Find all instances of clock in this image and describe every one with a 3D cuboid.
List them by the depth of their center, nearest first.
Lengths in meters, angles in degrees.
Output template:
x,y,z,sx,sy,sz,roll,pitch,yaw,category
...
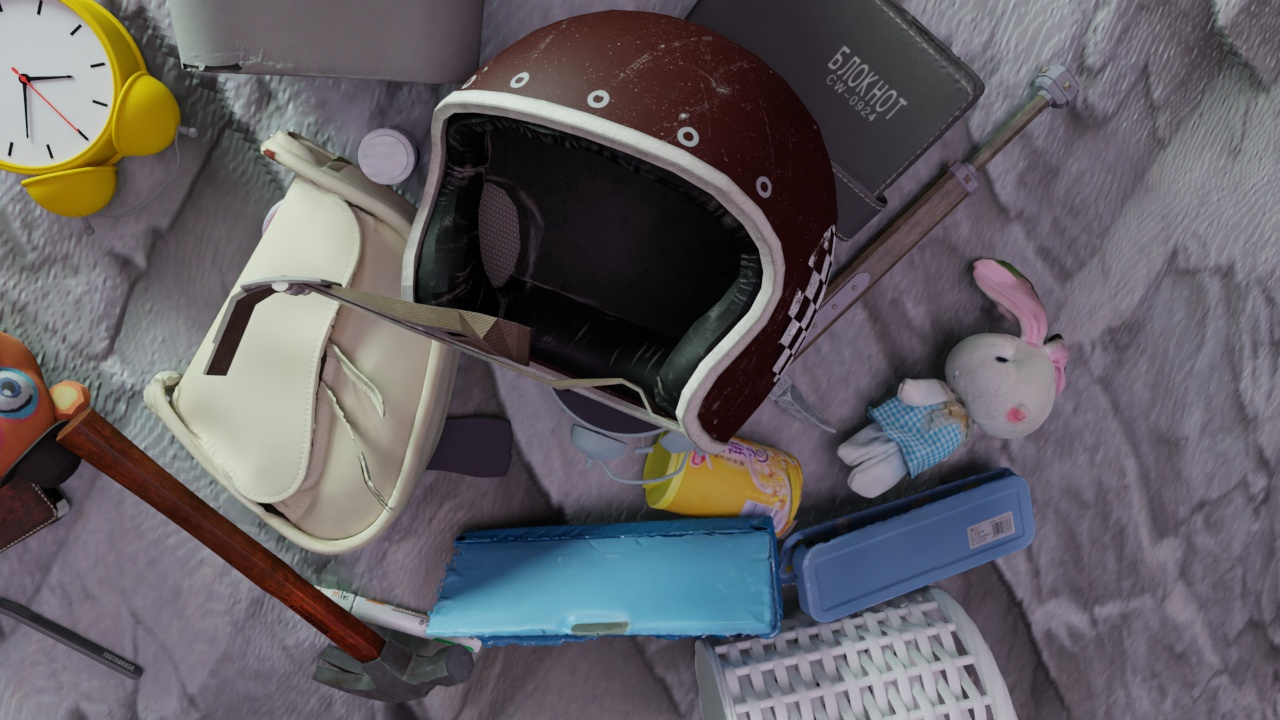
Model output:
x,y,z,sx,sy,sz,roll,pitch,yaw,category
-0.350,-0.156,0.549,0.113,0.052,0.152,-42,103,3,clock
-0.004,0.004,0.624,0.122,0.045,0.159,-6,85,5,clock

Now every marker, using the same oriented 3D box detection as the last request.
x,y,z,sx,sy,sz,roll,pitch,yaw,category
-0.189,0.191,0.686,0.145,0.017,0.017,21,100,-14,marker

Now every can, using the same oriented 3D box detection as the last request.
x,y,z,sx,sy,sz,roll,pitch,yaw,category
-0.154,-0.127,0.565,0.032,0.095,0.032,-3,105,-11,can
0.060,0.088,0.673,0.105,0.067,0.068,18,101,-14,can

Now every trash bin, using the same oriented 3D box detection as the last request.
x,y,z,sx,sy,sz,roll,pitch,yaw,category
-0.162,-0.268,0.484,0.197,0.197,0.220,0,110,-10,trash bin

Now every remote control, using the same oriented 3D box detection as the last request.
x,y,z,sx,sy,sz,roll,pitch,yaw,category
-0.155,0.059,0.659,0.124,0.009,0.046,4,106,-8,remote control

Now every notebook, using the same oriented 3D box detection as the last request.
x,y,z,sx,sy,sz,roll,pitch,yaw,category
0.078,-0.142,0.566,0.169,0.029,0.210,42,132,-2,notebook

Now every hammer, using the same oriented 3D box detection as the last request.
x,y,z,sx,sy,sz,roll,pitch,yaw,category
-0.252,0.139,0.614,0.111,0.028,0.300,-25,120,30,hammer
0.197,-0.092,0.669,0.317,0.028,0.147,-44,106,4,hammer

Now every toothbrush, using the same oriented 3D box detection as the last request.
x,y,z,sx,sy,sz,roll,pitch,yaw,category
-0.429,0.184,0.646,0.167,0.013,0.013,37,96,-17,toothbrush

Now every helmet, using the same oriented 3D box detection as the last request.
x,y,z,sx,sy,sz,roll,pitch,yaw,category
-0.022,-0.056,0.492,0.233,0.233,0.253,21,88,26,helmet

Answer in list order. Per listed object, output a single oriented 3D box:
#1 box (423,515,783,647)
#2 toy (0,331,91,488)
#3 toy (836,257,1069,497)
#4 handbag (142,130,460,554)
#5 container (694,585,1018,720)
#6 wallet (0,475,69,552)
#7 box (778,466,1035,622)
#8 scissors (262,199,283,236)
x,y,z,sx,sy,sz,roll,pitch,yaw,category
-0.021,0.172,0.627,0.232,0.110,0.094,-3,111,10,box
-0.428,0.020,0.561,0.176,0.096,0.112,40,58,-20,toy
0.233,0.027,0.668,0.205,0.105,0.131,-37,104,0,toy
-0.199,0.000,0.569,0.184,0.132,0.229,30,98,-11,handbag
0.151,0.278,0.677,0.186,0.189,0.189,-10,106,-6,container
-0.457,0.106,0.609,0.123,0.019,0.072,-32,99,-5,wallet
0.199,0.131,0.703,0.209,0.064,0.069,-14,101,-19,box
-0.167,-0.098,0.614,0.179,0.016,0.108,-32,107,1,scissors
